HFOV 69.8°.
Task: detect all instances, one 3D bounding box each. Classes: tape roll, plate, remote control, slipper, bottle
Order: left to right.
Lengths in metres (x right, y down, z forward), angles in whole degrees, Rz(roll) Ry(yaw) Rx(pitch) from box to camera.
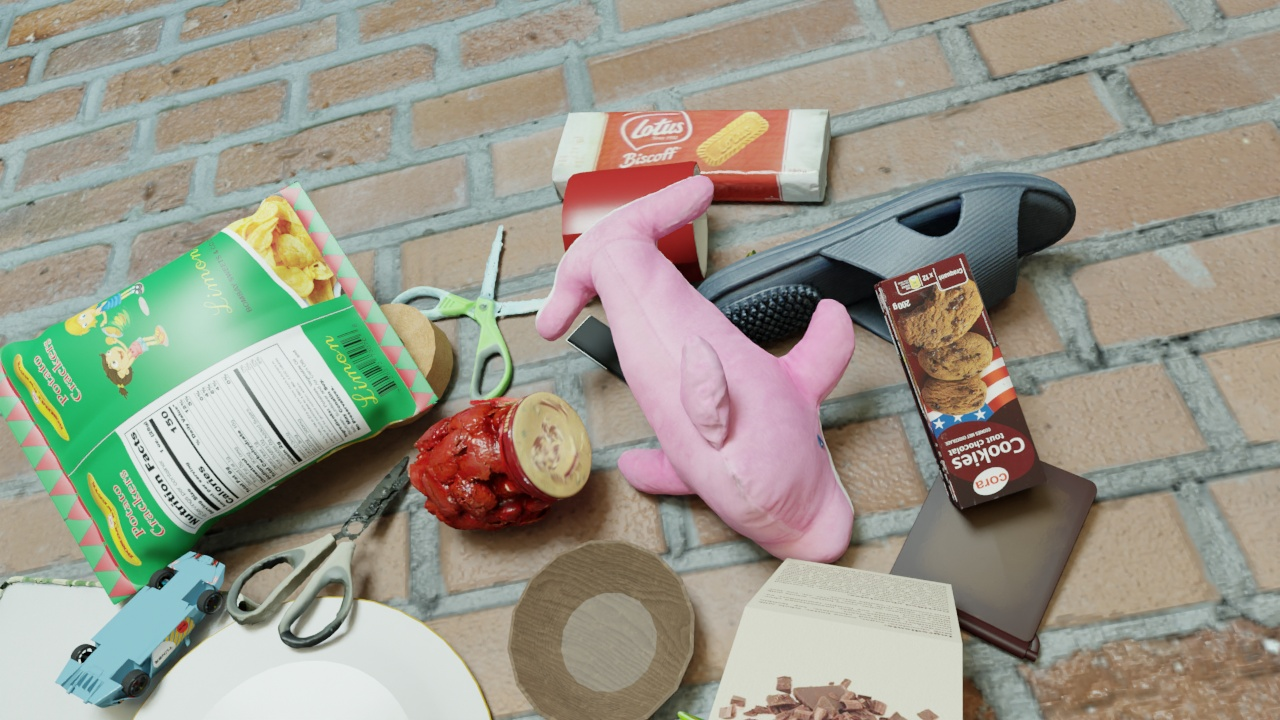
[{"bbox_3d":[-0.198,0.250,0.535,0.230,0.021,0.229,2,60,-3],"label":"plate"},{"bbox_3d":[-0.192,0.004,0.704,0.094,0.027,0.093,-8,64,17],"label":"tape roll"},{"bbox_3d":[-0.092,0.065,0.614,0.111,0.099,0.098,-24,51,35],"label":"bottle"},{"bbox_3d":[-0.004,0.004,0.674,0.124,0.012,0.028,34,73,29],"label":"remote control"},{"bbox_3d":[0.165,-0.047,0.612,0.264,0.101,0.082,-17,56,8],"label":"slipper"}]

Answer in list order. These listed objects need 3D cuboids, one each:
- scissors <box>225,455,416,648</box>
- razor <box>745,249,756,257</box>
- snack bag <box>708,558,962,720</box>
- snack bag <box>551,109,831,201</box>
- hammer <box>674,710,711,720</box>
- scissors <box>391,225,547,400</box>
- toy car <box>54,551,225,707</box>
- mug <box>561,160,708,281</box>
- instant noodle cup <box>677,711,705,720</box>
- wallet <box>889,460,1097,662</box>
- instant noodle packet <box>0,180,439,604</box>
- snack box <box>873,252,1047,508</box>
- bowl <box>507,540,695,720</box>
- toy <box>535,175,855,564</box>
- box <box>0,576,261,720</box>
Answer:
[{"bbox_3d":[-0.212,0.119,0.624,0.132,0.013,0.169,-3,42,-5],"label":"scissors"},{"bbox_3d":[0.132,-0.064,0.676,0.106,0.026,0.042,-6,56,6],"label":"razor"},{"bbox_3d":[0.099,0.153,0.438,0.094,0.206,0.070,5,89,17],"label":"snack bag"},{"bbox_3d":[0.040,-0.169,0.751,0.225,0.041,0.077,4,63,15],"label":"snack bag"},{"bbox_3d":[-0.081,0.284,0.495,0.321,0.043,0.156,-31,87,-16],"label":"hammer"},{"bbox_3d":[-0.124,-0.041,0.730,0.172,0.021,0.171,-8,56,15],"label":"scissors"},{"bbox_3d":[-0.309,0.174,0.584,0.060,0.027,0.107,11,44,27],"label":"toy car"},{"bbox_3d":[-0.003,-0.089,0.687,0.097,0.080,0.116,-3,52,12],"label":"mug"},{"bbox_3d":[0.046,0.251,0.470,0.099,0.099,0.107,17,73,23],"label":"instant noodle cup"},{"bbox_3d":[0.214,0.109,0.556,0.091,0.018,0.115,24,71,26],"label":"wallet"},{"bbox_3d":[-0.302,0.016,0.645,0.252,0.090,0.195,-33,84,-9],"label":"instant noodle packet"},{"bbox_3d":[0.190,0.012,0.549,0.051,0.031,0.141,-19,88,7],"label":"snack box"},{"bbox_3d":[-0.022,0.171,0.567,0.118,0.030,0.117,-6,58,10],"label":"bowl"},{"bbox_3d":[0.039,0.014,0.562,0.187,0.127,0.265,-38,78,15],"label":"toy"},{"bbox_3d":[-0.358,0.210,0.619,0.206,0.050,0.117,-1,56,12],"label":"box"}]
